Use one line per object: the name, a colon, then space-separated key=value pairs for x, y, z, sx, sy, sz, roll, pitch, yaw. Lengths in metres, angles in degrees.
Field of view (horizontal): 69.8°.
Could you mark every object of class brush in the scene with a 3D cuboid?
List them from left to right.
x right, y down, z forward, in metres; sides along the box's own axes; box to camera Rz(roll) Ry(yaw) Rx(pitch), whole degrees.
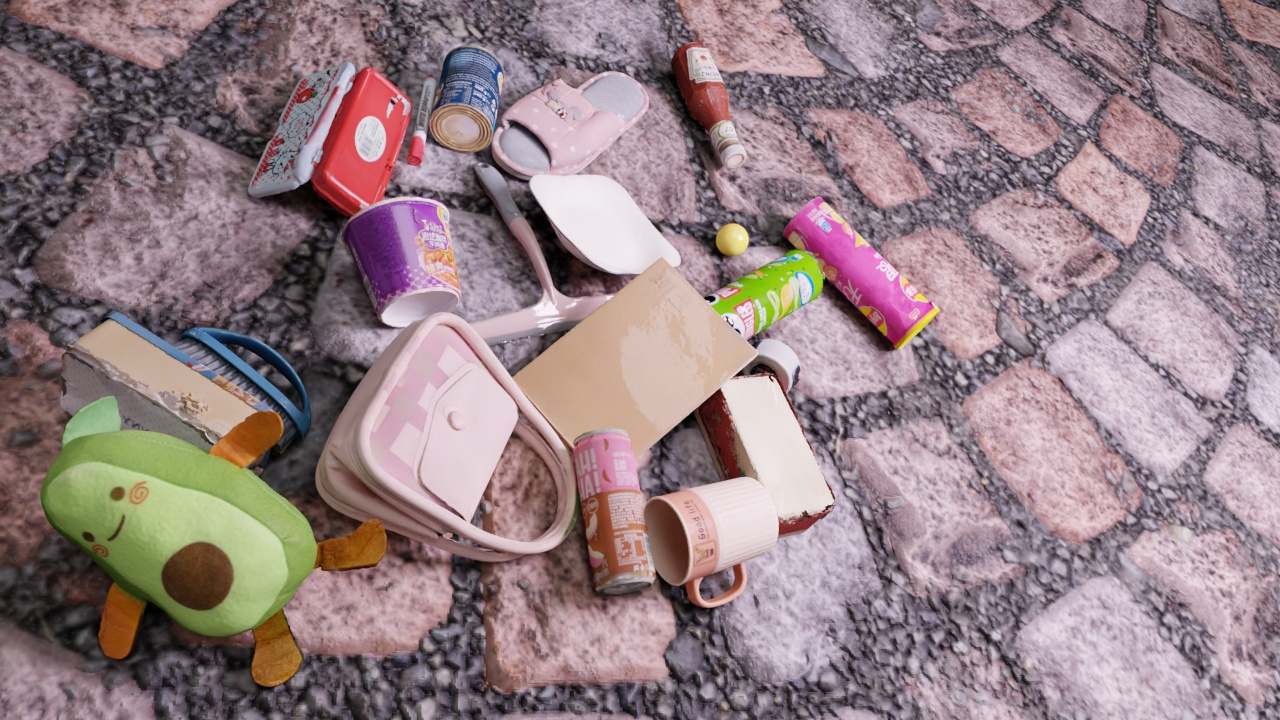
brush: x=-0.350 y=0.019 z=0.817 sx=0.144 sy=0.055 sz=0.073 roll=37 pitch=51 yaw=5

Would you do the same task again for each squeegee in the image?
squeegee: x=-0.136 y=-0.141 z=1.033 sx=0.247 sy=0.040 sz=0.249 roll=-14 pitch=63 yaw=-30

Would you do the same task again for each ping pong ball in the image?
ping pong ball: x=0.114 y=-0.150 z=1.145 sx=0.040 sy=0.040 sz=0.040 roll=11 pitch=53 yaw=-16

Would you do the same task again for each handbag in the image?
handbag: x=-0.155 y=0.087 z=0.836 sx=0.234 sy=0.094 sz=0.192 roll=38 pitch=43 yaw=-18

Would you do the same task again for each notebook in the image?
notebook: x=-0.006 y=0.006 z=0.947 sx=0.211 sy=0.012 sz=0.149 roll=-40 pitch=76 yaw=-12

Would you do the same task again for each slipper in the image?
slipper: x=-0.080 y=-0.309 z=1.164 sx=0.114 sy=0.055 sz=0.273 roll=42 pitch=51 yaw=8

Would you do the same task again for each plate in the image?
plate: x=-0.046 y=-0.151 z=1.061 sx=0.163 sy=0.034 sz=0.164 roll=-13 pitch=59 yaw=-50

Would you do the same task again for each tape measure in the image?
tape measure: x=0.145 y=0.010 z=1.029 sx=0.066 sy=0.066 sz=0.033 roll=35 pitch=49 yaw=3

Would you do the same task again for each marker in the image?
marker: x=-0.260 y=-0.289 z=1.097 sx=0.017 sy=0.017 sz=0.145 roll=12 pitch=54 yaw=-16

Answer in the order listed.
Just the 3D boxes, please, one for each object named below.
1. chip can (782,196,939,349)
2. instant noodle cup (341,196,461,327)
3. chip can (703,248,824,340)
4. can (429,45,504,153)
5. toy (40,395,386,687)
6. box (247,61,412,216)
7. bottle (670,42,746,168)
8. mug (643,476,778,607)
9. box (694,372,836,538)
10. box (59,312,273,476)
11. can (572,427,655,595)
chip can: x=0.278 y=-0.112 z=1.169 sx=0.071 sy=0.072 sz=0.210 roll=-33 pitch=74 yaw=-37
instant noodle cup: x=-0.232 y=-0.094 z=0.920 sx=0.111 sy=0.112 sz=0.099 roll=-12 pitch=71 yaw=-30
chip can: x=0.118 y=-0.059 z=1.064 sx=0.235 sy=0.072 sz=0.072 roll=-29 pitch=72 yaw=-36
can: x=-0.207 y=-0.312 z=1.098 sx=0.075 sy=0.075 sz=0.111 roll=13 pitch=53 yaw=-15
toy: x=-0.328 y=0.134 z=0.685 sx=0.246 sy=0.090 sz=0.227 roll=36 pitch=90 yaw=-18
box: x=-0.341 y=-0.240 z=1.015 sx=0.119 sy=0.098 sz=0.201 roll=39 pitch=41 yaw=-36
bottle: x=0.097 y=-0.351 z=1.266 sx=0.059 sy=0.060 sz=0.205 roll=-4 pitch=58 yaw=-25
mug: x=0.070 y=0.175 z=0.880 sx=0.105 sy=0.082 sz=0.114 roll=-10 pitch=88 yaw=-30
box: x=0.130 y=0.095 z=0.956 sx=0.091 sy=0.076 sz=0.168 roll=-6 pitch=59 yaw=-28
box: x=-0.396 y=0.039 z=0.759 sx=0.184 sy=0.090 sz=0.060 roll=35 pitch=38 yaw=0
can: x=-0.026 y=0.141 z=0.859 sx=0.057 sy=0.058 sz=0.147 roll=0 pitch=64 yaw=-23
